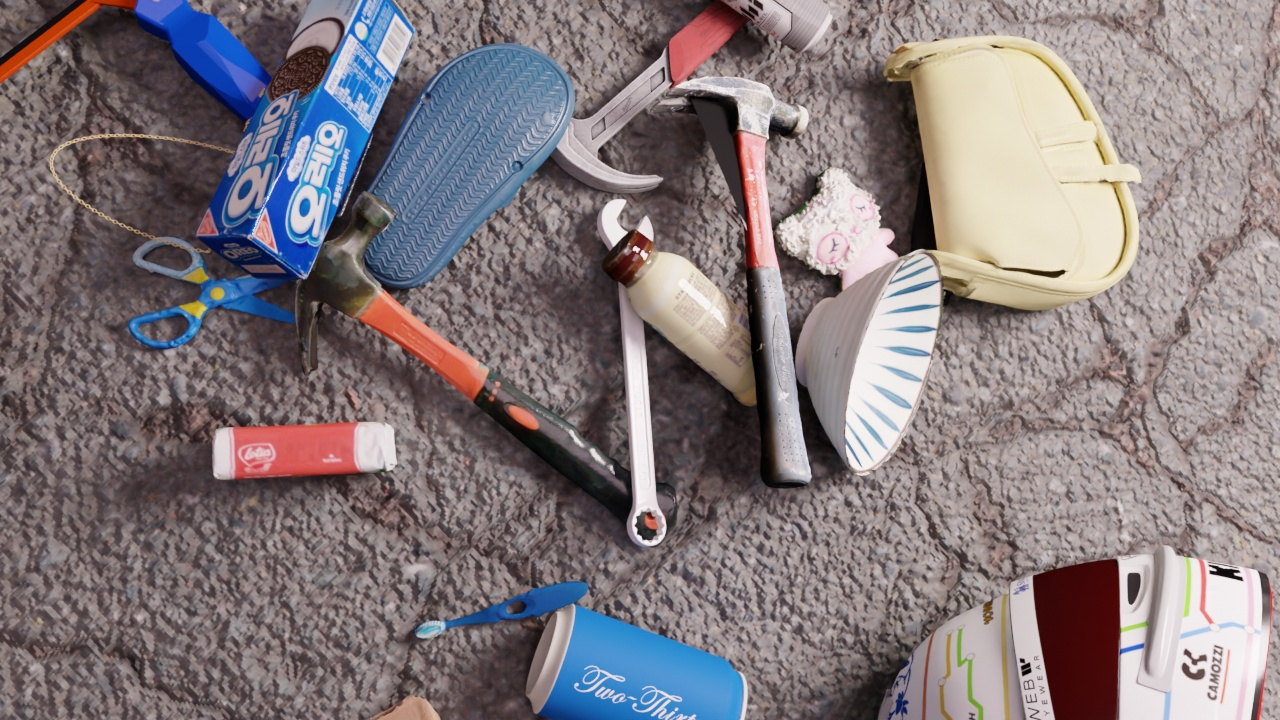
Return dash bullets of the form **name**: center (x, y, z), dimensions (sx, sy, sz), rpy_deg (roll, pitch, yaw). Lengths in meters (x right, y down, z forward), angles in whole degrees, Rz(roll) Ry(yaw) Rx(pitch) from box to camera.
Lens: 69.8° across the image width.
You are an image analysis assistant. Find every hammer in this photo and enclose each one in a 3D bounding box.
- **hammer**: center (0.084, -0.068, 0.685), dimensions (0.140, 0.036, 0.325), rpy_deg (8, 68, -31)
- **hammer**: center (0.049, -0.263, 0.763), dimensions (0.315, 0.036, 0.126), rpy_deg (-44, 95, -14)
- **hammer**: center (-0.106, 0.029, 0.683), dimensions (0.333, 0.033, 0.133), rpy_deg (37, 95, -9)

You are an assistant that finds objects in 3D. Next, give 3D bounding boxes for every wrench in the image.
- **wrench**: center (-0.004, 0.004, 0.705), dimensions (0.047, 0.009, 0.273), rpy_deg (4, 73, -30)

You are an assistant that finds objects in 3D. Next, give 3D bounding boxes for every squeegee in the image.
- **squeegee**: center (-0.312, -0.220, 0.674), dimensions (0.185, 0.055, 0.249), rpy_deg (46, 74, -14)

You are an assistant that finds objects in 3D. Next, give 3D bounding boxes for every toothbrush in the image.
- **toothbrush**: center (-0.102, 0.186, 0.683), dimensions (0.132, 0.016, 0.021), rpy_deg (-13, 88, -12)

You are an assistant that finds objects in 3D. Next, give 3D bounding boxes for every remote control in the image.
- **remote control**: center (0.254, -0.111, 0.793), dimensions (0.039, 0.010, 0.124), rpy_deg (7, 81, -10)

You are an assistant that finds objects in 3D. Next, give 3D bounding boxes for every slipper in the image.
- **slipper**: center (-0.140, -0.149, 0.697), dimensions (0.104, 0.059, 0.214), rpy_deg (40, 92, -2)

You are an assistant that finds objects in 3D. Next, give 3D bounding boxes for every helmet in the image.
- **helmet**: center (0.287, 0.279, 0.637), dimensions (0.236, 0.230, 0.314), rpy_deg (3, 87, 25)

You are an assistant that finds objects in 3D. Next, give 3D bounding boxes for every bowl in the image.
- **bowl**: center (0.169, -0.006, 0.716), dimensions (0.071, 0.177, 0.177), rpy_deg (19, 76, 33)

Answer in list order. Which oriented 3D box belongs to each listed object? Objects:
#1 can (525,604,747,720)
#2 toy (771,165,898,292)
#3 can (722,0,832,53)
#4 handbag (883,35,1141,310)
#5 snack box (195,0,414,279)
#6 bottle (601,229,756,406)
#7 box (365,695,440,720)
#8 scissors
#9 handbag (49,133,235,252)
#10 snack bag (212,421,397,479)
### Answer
- **can**: center (-0.004, 0.236, 0.663), dimensions (0.146, 0.079, 0.079), rpy_deg (22, 79, -8)
- **toy**: center (0.172, -0.101, 0.763), dimensions (0.109, 0.041, 0.095), rpy_deg (42, 76, -10)
- **can**: center (0.101, -0.294, 0.740), dimensions (0.106, 0.044, 0.044), rpy_deg (31, 78, -11)
- **handbag**: center (0.305, -0.157, 0.763), dimensions (0.190, 0.089, 0.232), rpy_deg (-6, 84, -16)
- **snack box**: center (-0.232, -0.168, 0.652), dimensions (0.060, 0.059, 0.226), rpy_deg (4, 67, 27)
- **bottle**: center (0.042, -0.034, 0.703), dimensions (0.162, 0.057, 0.056), rpy_deg (40, 77, -16)
- **box**: center (-0.219, 0.335, 0.629), dimensions (0.216, 0.096, 0.105), rpy_deg (-27, 54, -13)
- **scissors**: center (-0.312, -0.058, 0.677), dimensions (0.131, 0.019, 0.105), rpy_deg (-17, 88, -16)
- **handbag**: center (-0.334, -0.124, 0.668), dimensions (0.178, 0.027, 0.084), rpy_deg (16, 72, -8)
- **snack bag**: center (-0.232, 0.063, 0.642), dimensions (0.116, 0.077, 0.036), rpy_deg (-1, 85, -11)
